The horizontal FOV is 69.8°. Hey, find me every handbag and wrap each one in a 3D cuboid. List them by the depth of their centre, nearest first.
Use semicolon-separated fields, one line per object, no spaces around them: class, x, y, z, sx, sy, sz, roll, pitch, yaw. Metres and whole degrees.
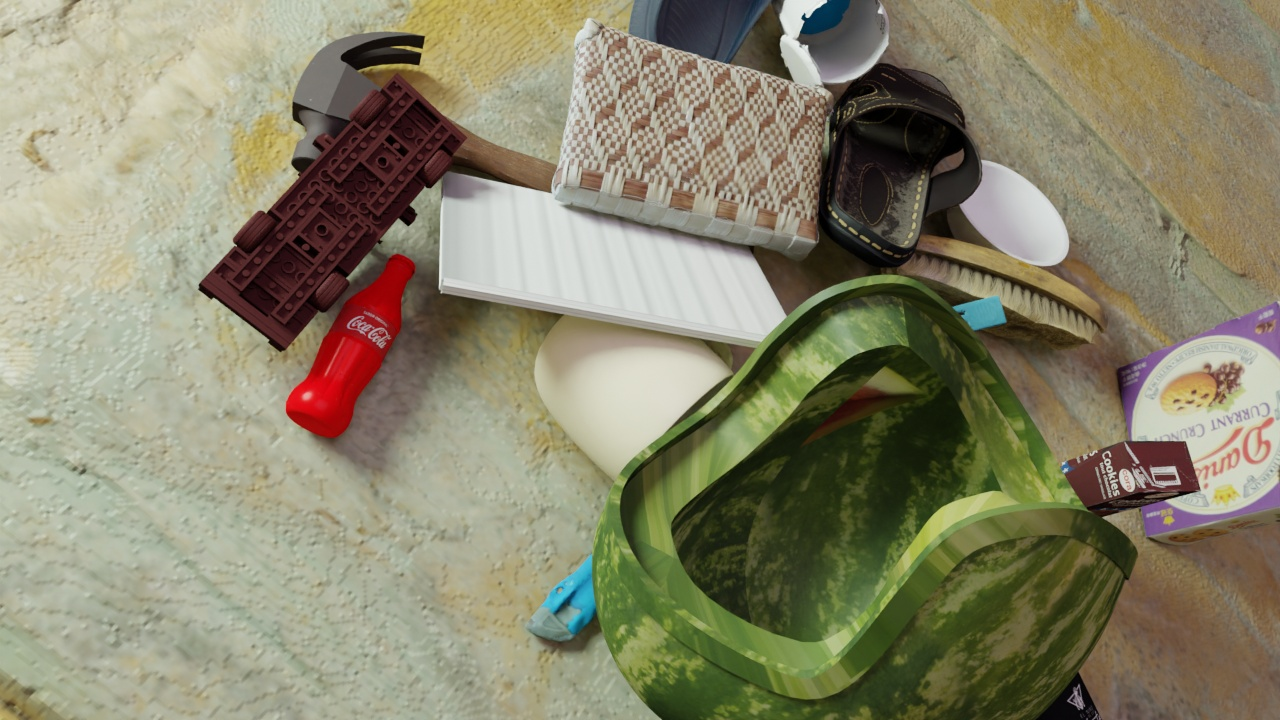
handbag;0.038;-0.146;0.617;0.185;0.047;0.124;11;77;-14

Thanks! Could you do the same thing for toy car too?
toy car;-0.179;-0.085;0.541;0.070;0.062;0.169;42;66;-19

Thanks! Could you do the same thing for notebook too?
notebook;-0.016;-0.062;0.560;0.209;0.009;0.142;9;33;-17

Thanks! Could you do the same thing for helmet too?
helmet;0.107;0.108;0.487;0.243;0.247;0.213;43;20;-39

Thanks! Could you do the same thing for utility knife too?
utility knife;0.005;0.098;0.577;0.031;0.015;0.204;46;60;-4

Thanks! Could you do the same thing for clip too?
clip;0.195;-0.014;0.686;0.126;0.114;0.028;-7;72;-30

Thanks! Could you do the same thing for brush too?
brush;0.275;-0.051;0.713;0.195;0.059;0.043;19;73;-10

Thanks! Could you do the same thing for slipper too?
slipper;0.074;-0.327;0.701;0.110;0.083;0.267;30;74;-32
slipper;0.202;-0.168;0.701;0.113;0.076;0.267;33;46;-3

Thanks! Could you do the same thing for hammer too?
hammer;-0.071;-0.127;0.629;0.323;0.033;0.115;19;67;-13

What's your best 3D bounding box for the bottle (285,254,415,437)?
bottle;-0.166;-0.013;0.543;0.036;0.036;0.118;26;62;-9

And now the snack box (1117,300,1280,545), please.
snack box;0.440;0.051;0.687;0.040;0.144;0.147;11;65;-18

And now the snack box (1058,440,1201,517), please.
snack box;0.292;0.089;0.616;0.051;0.141;0.031;2;69;-20

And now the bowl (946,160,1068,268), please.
bowl;0.289;-0.109;0.749;0.110;0.041;0.109;13;53;-18

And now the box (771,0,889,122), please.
box;0.145;-0.249;0.707;0.092;0.083;0.165;-18;39;8

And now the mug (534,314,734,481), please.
mug;-0.003;0.003;0.564;0.100;0.096;0.120;43;60;13

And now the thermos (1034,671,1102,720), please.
thermos;0.267;0.241;0.591;0.061;0.061;0.231;-16;76;-26
